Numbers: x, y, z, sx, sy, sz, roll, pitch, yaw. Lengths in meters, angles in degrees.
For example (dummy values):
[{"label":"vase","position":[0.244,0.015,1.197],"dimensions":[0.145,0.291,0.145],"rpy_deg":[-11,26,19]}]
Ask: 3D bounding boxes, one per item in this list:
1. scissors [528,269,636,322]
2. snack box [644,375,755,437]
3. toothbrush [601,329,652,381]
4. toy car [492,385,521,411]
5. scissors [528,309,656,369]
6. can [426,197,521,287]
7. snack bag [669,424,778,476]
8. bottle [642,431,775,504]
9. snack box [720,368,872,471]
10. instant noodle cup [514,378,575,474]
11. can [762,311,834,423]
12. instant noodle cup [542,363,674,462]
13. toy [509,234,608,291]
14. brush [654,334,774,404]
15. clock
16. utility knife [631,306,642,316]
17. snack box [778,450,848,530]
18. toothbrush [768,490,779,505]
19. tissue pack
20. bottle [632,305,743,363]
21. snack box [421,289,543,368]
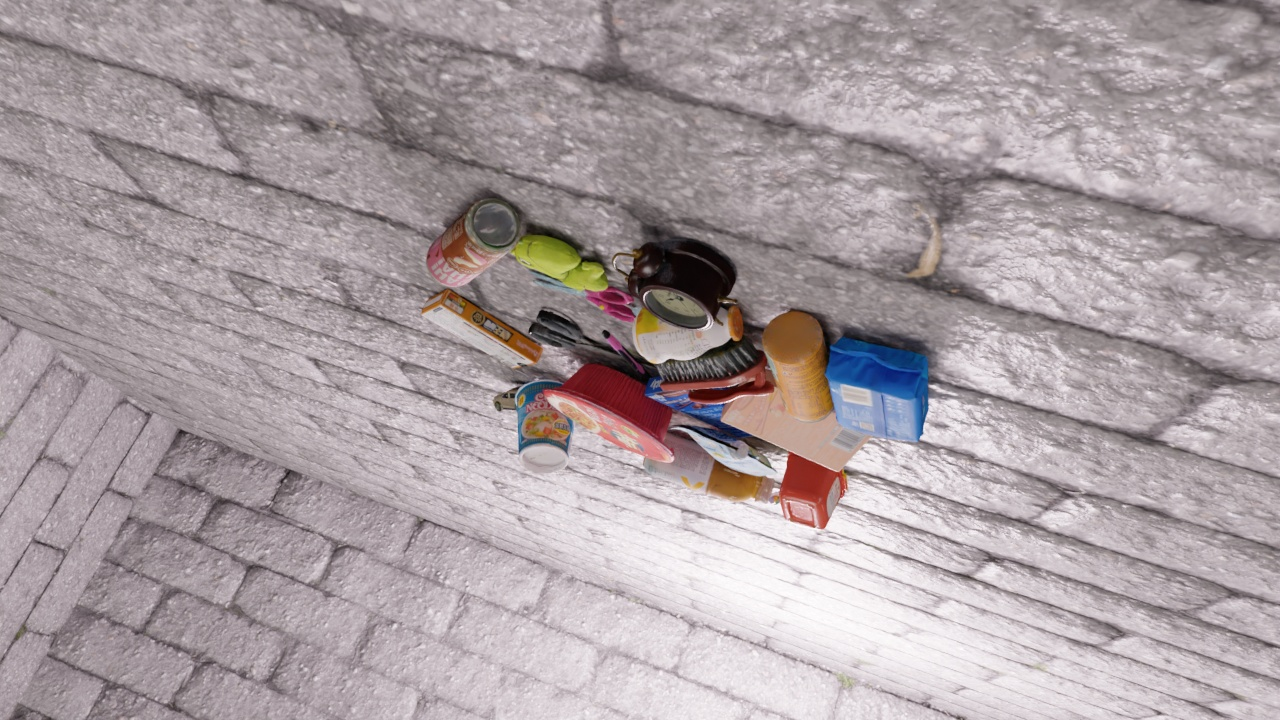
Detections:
[{"label":"scissors","position":[-0.066,-0.079,1.001],"dimensions":[0.137,0.017,0.077],"rpy_deg":[23,160,8]},{"label":"snack box","position":[0.092,0.055,1.127],"dimensions":[0.157,0.026,0.085],"rpy_deg":[25,159,-28]},{"label":"toothbrush","position":[-0.007,0.007,1.127],"dimensions":[0.018,0.014,0.189],"rpy_deg":[16,162,33]},{"label":"toy car","position":[-0.189,0.058,1.406],"dimensions":[0.091,0.042,0.035],"rpy_deg":[-2,104,44]},{"label":"scissors","position":[-0.064,-0.019,1.145],"dimensions":[0.171,0.014,0.159],"rpy_deg":[6,157,33]},{"label":"can","position":[-0.175,-0.119,0.947],"dimensions":[0.058,0.057,0.148],"rpy_deg":[30,157,-21]},{"label":"snack bag","position":[0.114,0.117,1.204],"dimensions":[0.110,0.039,0.191],"rpy_deg":[27,176,25]},{"label":"bottle","position":[0.100,0.160,1.333],"dimensions":[0.189,0.067,0.068],"rpy_deg":[18,159,9]},{"label":"snack box","position":[0.180,0.068,1.052],"dimensions":[0.157,0.026,0.085],"rpy_deg":[25,133,-6]},{"label":"instant noodle cup","position":[-0.135,0.099,1.314],"dimensions":[0.099,0.109,0.099],"rpy_deg":[-1,139,-1]},{"label":"can","position":[0.163,0.010,0.929],"dimensions":[0.058,0.058,0.146],"rpy_deg":[12,157,24]},{"label":"instant noodle cup","position":[-0.030,0.062,1.204],"dimensions":[0.194,0.065,0.194],"rpy_deg":[26,166,6]},{"label":"toy","position":[-0.083,-0.101,0.940],"dimensions":[0.097,0.031,0.100],"rpy_deg":[2,156,41]},{"label":"brush","position":[0.084,0.012,0.981],"dimensions":[0.146,0.063,0.069],"rpy_deg":[-6,120,57]},{"label":"clock","position":[0.031,-0.074,0.860],"dimensions":[0.122,0.055,0.082],"rpy_deg":[24,159,0]},{"label":"utility knife","position":[0.027,-0.019,1.044],"dimensions":[0.033,0.015,0.193],"rpy_deg":[8,158,24]},{"label":"snack box","position":[0.225,0.170,1.203],"dimensions":[0.082,0.079,0.091],"rpy_deg":[10,144,26]},{"label":"toothbrush","position":[0.230,0.185,1.331],"dimensions":[0.029,0.021,0.190],"rpy_deg":[14,158,-12]},{"label":"tissue pack","position":[0.239,0.031,0.915],"dimensions":[0.095,0.052,0.157],"rpy_deg":[14,157,24]},{"label":"bottle","position":[0.049,-0.032,0.936],"dimensions":[0.109,0.063,0.063],"rpy_deg":[-7,148,26]},{"label":"snack box","position":[-0.210,-0.039,1.215],"dimensions":[0.153,0.026,0.075],"rpy_deg":[33,157,-25]}]
